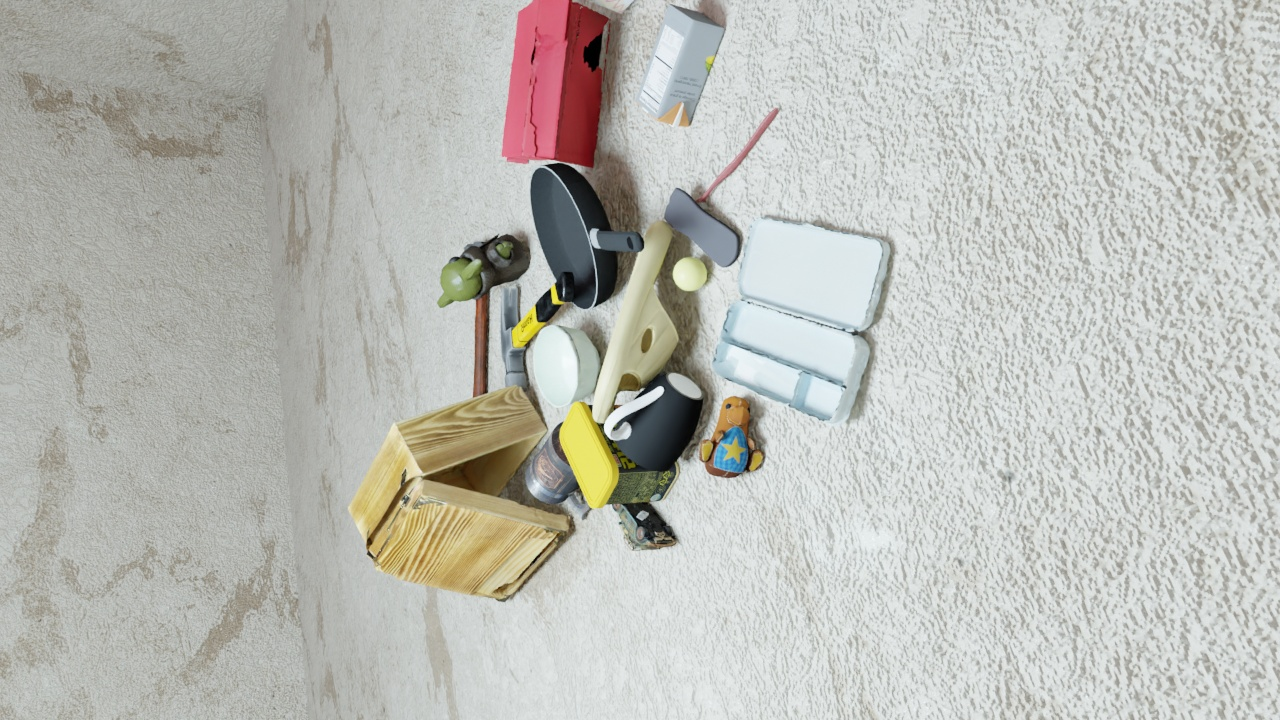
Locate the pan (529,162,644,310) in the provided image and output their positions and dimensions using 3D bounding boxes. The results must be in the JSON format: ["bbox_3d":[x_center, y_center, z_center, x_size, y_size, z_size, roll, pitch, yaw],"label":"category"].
[{"bbox_3d":[-0.060,-0.160,1.181,0.356,0.044,0.204,17,127,64],"label":"pan"}]

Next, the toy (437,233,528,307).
[{"bbox_3d":[-0.254,-0.148,1.478,0.078,0.152,0.180,58,143,1],"label":"toy"}]

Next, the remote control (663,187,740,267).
[{"bbox_3d":[0.073,-0.154,1.069,0.124,0.009,0.047,45,128,33],"label":"remote control"}]

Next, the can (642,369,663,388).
[{"bbox_3d":[-0.007,0.007,1.179,0.079,0.038,0.038,31,114,53],"label":"can"}]

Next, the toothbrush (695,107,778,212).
[{"bbox_3d":[0.103,-0.217,1.042,0.185,0.015,0.015,-49,52,43],"label":"toothbrush"}]

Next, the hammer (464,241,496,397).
[{"bbox_3d":[-0.281,-0.060,1.615,0.111,0.028,0.300,1,90,58],"label":"hammer"}]

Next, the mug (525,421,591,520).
[{"bbox_3d":[-0.097,0.159,1.290,0.116,0.079,0.107,50,136,11],"label":"mug"}]

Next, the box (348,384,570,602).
[{"bbox_3d":[-0.282,0.240,1.412,0.264,0.268,0.280,59,137,17],"label":"box"}]

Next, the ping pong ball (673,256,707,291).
[{"bbox_3d":[0.058,-0.102,1.080,0.040,0.040,0.040,-4,86,57],"label":"ping pong ball"}]

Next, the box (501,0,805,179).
[{"bbox_3d":[-0.029,-0.353,1.159,0.468,0.138,0.214,16,101,49],"label":"box"}]

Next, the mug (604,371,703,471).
[{"bbox_3d":[0.015,0.065,1.073,0.100,0.118,0.085,-58,48,24],"label":"mug"}]

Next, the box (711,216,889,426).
[{"bbox_3d":[0.159,-0.046,0.939,0.209,0.037,0.190,22,99,55],"label":"box"}]

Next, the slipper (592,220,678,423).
[{"bbox_3d":[0.010,-0.044,1.097,0.111,0.079,0.261,97,-171,-73],"label":"slipper"}]

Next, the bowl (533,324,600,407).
[{"bbox_3d":[-0.096,0.005,1.290,0.117,0.061,0.117,15,109,52],"label":"bowl"}]

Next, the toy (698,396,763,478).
[{"bbox_3d":[0.095,0.086,1.024,0.103,0.070,0.090,147,134,-78],"label":"toy"}]

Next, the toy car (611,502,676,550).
[{"bbox_3d":[-0.001,0.210,1.152,0.112,0.047,0.047,46,121,48],"label":"toy car"}]

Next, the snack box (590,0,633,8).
[{"bbox_3d":[-0.040,-0.523,1.193,0.095,0.092,0.079,-31,64,45],"label":"snack box"}]

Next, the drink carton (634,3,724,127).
[{"bbox_3d":[0.045,-0.352,1.102,0.076,0.048,0.125,53,131,44],"label":"drink carton"}]

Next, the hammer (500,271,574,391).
[{"bbox_3d":[-0.158,-0.067,1.375,0.325,0.034,0.169,146,119,-63],"label":"hammer"}]

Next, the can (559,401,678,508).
[{"bbox_3d":[-0.027,0.116,1.148,0.130,0.101,0.073,60,136,39],"label":"can"}]
